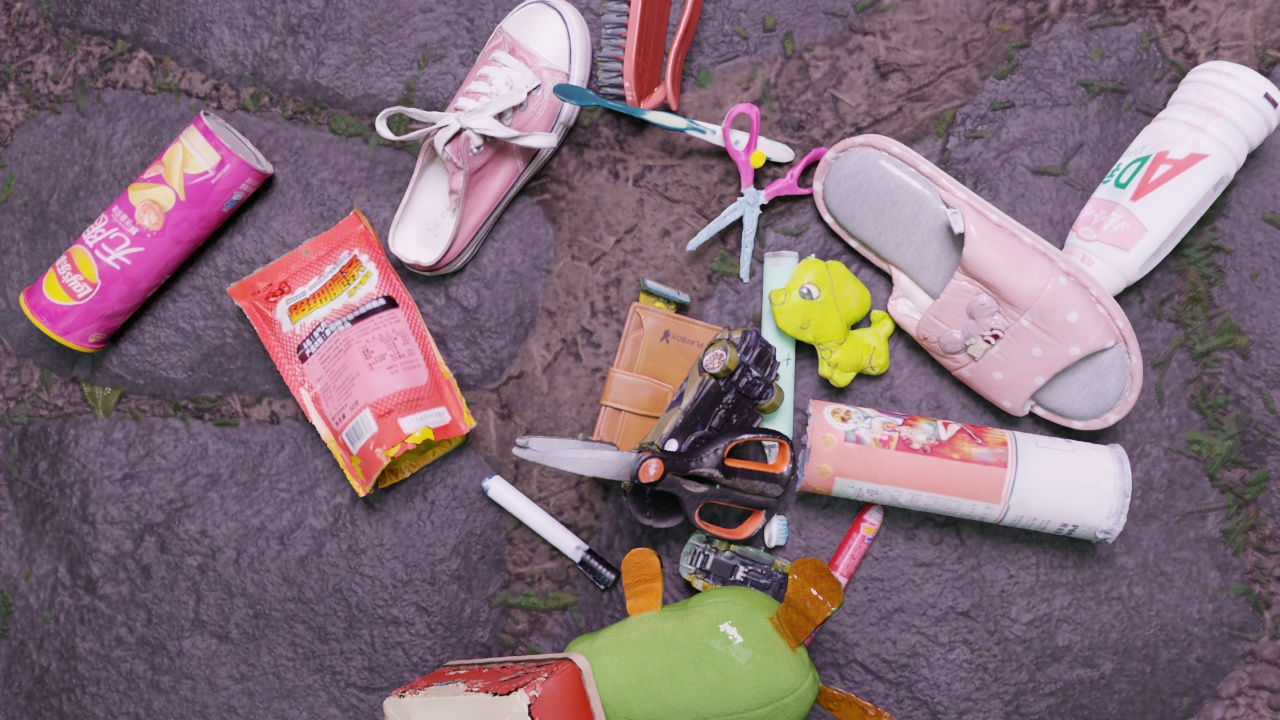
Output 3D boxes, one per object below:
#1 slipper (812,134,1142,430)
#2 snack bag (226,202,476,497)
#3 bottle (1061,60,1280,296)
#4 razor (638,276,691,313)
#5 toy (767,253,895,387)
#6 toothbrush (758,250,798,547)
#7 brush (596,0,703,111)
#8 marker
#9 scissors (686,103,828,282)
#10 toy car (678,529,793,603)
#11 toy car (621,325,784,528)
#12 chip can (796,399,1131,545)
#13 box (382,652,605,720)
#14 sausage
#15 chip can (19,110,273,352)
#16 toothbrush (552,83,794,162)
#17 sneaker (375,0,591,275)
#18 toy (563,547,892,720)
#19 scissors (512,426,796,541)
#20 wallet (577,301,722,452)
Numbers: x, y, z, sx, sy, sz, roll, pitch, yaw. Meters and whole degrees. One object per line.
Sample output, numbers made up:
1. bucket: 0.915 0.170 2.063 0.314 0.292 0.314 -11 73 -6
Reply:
1. slipper: 0.227 -0.052 0.641 0.274 0.054 0.114 45 137 9
2. snack bag: -0.224 -0.007 0.721 0.128 0.073 0.208 -33 79 1
3. bottle: 0.355 -0.110 0.642 0.068 0.068 0.197 38 96 7
4. razor: -0.004 0.004 0.705 0.043 0.028 0.132 19 92 -19
5. toy: 0.143 -0.031 0.676 0.096 0.031 0.100 -16 95 -18
6. toothbrush: 0.103 0.029 0.692 0.027 0.026 0.224 3 89 -30
7. brush: 0.010 -0.258 0.692 0.069 0.063 0.146 8 91 21
8. marker: -0.072 0.133 0.717 0.131 0.018 0.023 36 103 7
9. scissors: 0.093 -0.125 0.693 0.125 0.017 0.133 -1 105 -13
10. toy car: 0.074 0.157 0.687 0.091 0.036 0.043 21 93 3
11. toy car: 0.042 0.047 0.651 0.070 0.042 0.158 37 88 -37
12. chip can: 0.222 0.078 0.652 0.215 0.071 0.071 8 90 8
13. box: -0.111 0.264 0.651 0.169 0.079 0.091 -19 86 39
14. sausage: 0.142 0.168 0.687 0.020 0.020 0.156 31 93 7
15. chip can: -0.395 -0.103 0.739 0.210 0.071 0.071 -43 84 5
16. toothbrush: 0.027 -0.176 0.686 0.191 0.018 0.016 12 92 -14
17. sneaker: -0.119 -0.173 0.695 0.118 0.088 0.241 33 93 7
18. toy: 0.043 0.222 0.650 0.247 0.089 0.227 -15 110 21
19. scissors: 0.011 0.088 0.611 0.234 0.022 0.137 -8 117 -29
20. wallet: 0.017 0.030 0.687 0.119 0.035 0.130 15 91 -18
